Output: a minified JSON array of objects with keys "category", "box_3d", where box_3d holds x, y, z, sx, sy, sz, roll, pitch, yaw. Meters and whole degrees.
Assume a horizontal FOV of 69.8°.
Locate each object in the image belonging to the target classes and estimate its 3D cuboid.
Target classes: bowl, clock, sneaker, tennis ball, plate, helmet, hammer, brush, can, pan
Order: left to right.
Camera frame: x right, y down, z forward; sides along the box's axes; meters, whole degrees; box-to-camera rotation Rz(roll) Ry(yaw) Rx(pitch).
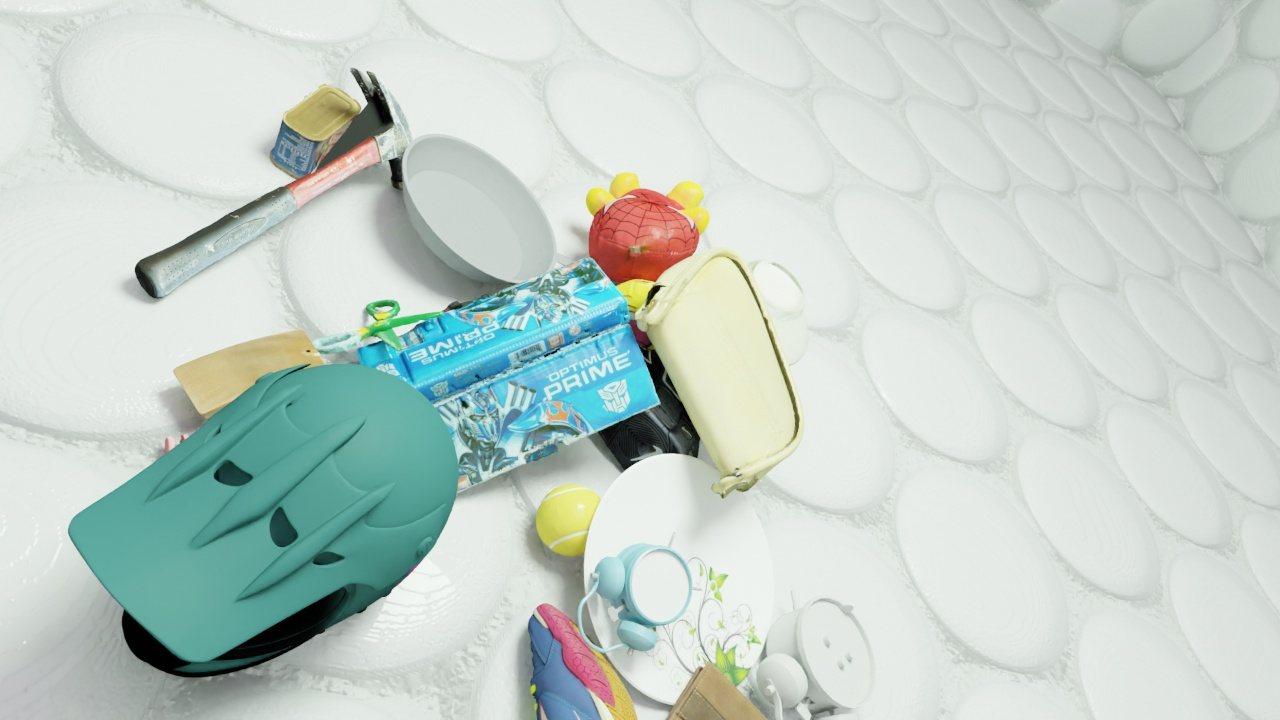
[{"category":"brush","box_3d":[-0.332,0.013,0.784,0.116,0.039,0.049,-25,72,-45]},{"category":"hammer","box_3d":[-0.342,-0.165,0.886,0.036,0.141,0.325,19,45,25]},{"category":"helmet","box_3d":[-0.247,0.107,0.646,0.176,0.201,0.273,45,43,5]},{"category":"can","box_3d":[-0.343,-0.244,0.974,0.054,0.059,0.099,33,43,-7]},{"category":"pan","box_3d":[-0.118,-0.126,1.038,0.356,0.051,0.200,31,37,-30]},{"category":"sneaker","box_3d":[-0.055,0.297,0.709,0.116,0.091,0.241,47,6,-42]},{"category":"tennis ball","box_3d":[-0.063,0.146,0.841,0.065,0.065,0.065,19,47,-21]},{"category":"clock","box_3d":[-0.005,0.204,0.791,0.122,0.042,0.087,-27,93,-35]},{"category":"sneaker","box_3d":[-0.006,0.006,0.982,0.252,0.097,0.150,50,38,9]},{"category":"plate","box_3d":[0.034,0.204,0.866,0.229,0.030,0.229,13,67,-35]},{"category":"bowl","box_3d":[0.161,-0.080,1.189,0.176,0.058,0.176,18,47,-21]},{"category":"clock","box_3d":[0.169,0.297,0.869,0.120,0.061,0.158,42,40,-15]}]

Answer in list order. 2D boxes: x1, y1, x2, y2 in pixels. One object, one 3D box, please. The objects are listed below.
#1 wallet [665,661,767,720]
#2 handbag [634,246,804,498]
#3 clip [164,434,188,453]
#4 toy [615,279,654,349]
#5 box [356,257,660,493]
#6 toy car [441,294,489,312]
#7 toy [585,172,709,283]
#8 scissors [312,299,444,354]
[{"category":"wallet","box_3d":[0.072,0.339,0.798,0.121,0.027,0.098,48,46,-4]},{"category":"handbag","box_3d":[0.075,0.011,0.919,0.190,0.089,0.233,-22,85,-54]},{"category":"clip","box_3d":[-0.362,0.088,0.717,0.060,0.023,0.044,52,42,4]},{"category":"toy","box_3d":[0.003,-0.049,1.028,0.095,0.094,0.041,16,39,8]},{"category":"box","box_3d":[-0.120,0.006,0.843,0.243,0.070,0.170,-23,70,-14]},{"category":"toy car","box_3d":[-0.171,-0.038,0.941,0.042,0.036,0.091,53,34,11]},{"category":"toy","box_3d":[0.007,-0.156,1.084,0.147,0.099,0.215,3,28,7]},{"category":"scissors","box_3d":[-0.248,-0.029,0.854,0.130,0.011,0.125,-25,30,-19]}]
